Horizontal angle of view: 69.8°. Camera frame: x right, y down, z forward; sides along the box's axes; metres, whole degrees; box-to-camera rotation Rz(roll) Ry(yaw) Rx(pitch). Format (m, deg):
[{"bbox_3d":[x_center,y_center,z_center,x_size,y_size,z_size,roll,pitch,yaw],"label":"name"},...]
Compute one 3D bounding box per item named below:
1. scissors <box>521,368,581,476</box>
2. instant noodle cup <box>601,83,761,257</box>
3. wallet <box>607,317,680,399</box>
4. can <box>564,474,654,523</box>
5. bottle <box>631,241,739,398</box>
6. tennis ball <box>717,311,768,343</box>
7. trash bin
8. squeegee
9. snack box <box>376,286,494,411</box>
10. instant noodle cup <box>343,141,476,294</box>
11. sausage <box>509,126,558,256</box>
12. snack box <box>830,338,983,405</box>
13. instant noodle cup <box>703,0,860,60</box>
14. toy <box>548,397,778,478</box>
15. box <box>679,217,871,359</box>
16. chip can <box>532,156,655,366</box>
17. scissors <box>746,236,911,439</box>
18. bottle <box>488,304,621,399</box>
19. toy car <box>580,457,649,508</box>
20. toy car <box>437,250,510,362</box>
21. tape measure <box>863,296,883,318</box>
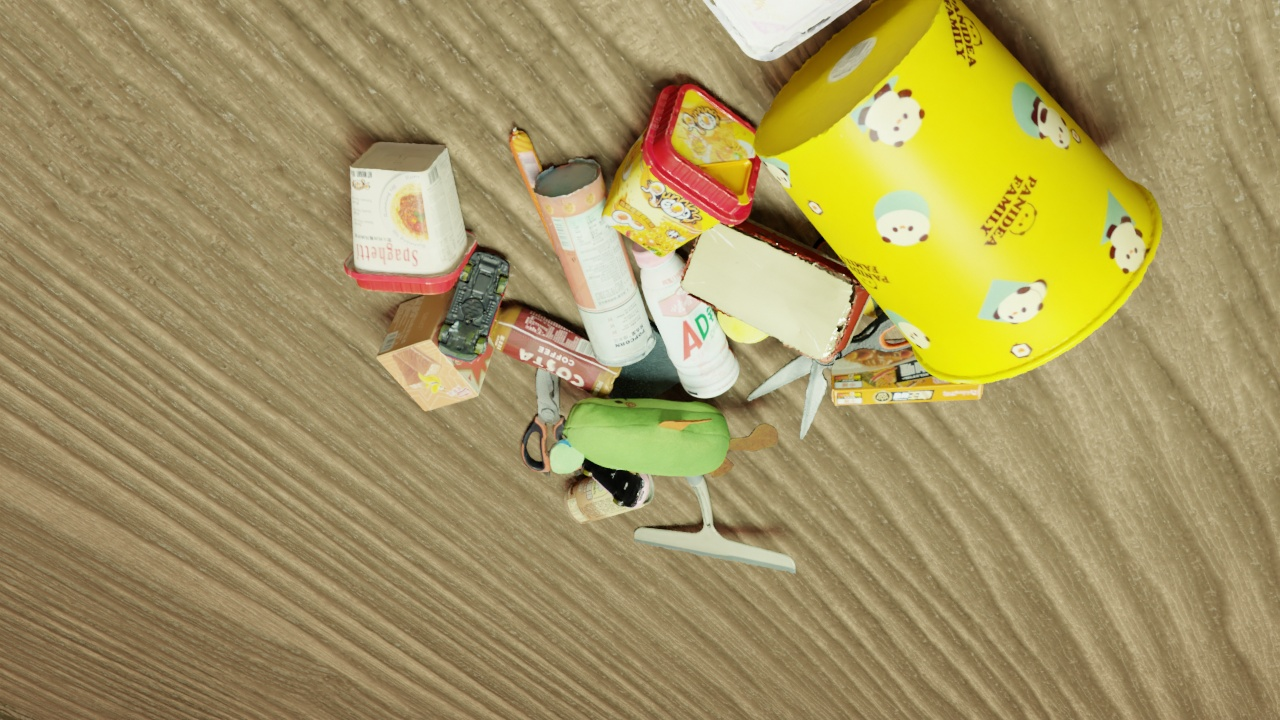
[{"bbox_3d":[-0.102,0.076,1.162,0.194,0.015,0.207,37,129,-23],"label":"scissors"},{"bbox_3d":[0.033,-0.166,0.840,0.116,0.115,0.124,30,143,-20],"label":"instant noodle cup"},{"bbox_3d":[-0.006,0.006,1.075,0.121,0.019,0.097,-32,121,32],"label":"wallet"},{"bbox_3d":[-0.042,0.176,1.210,0.117,0.058,0.058,-22,128,37],"label":"can"},{"bbox_3d":[0.045,-0.048,0.978,0.068,0.068,0.197,-12,129,20],"label":"bottle"},{"bbox_3d":[0.114,-0.051,0.964,0.065,0.065,0.066,5,135,5],"label":"tennis ball"},{"bbox_3d":[0.244,-0.147,0.749,0.255,0.229,0.230,41,128,-20],"label":"trash bin"},{"bbox_3d":[0.070,0.164,1.204,0.247,0.039,0.247,4,131,31],"label":"squeegee"},{"bbox_3d":[-0.228,-0.013,1.038,0.077,0.092,0.094,-16,129,23],"label":"snack box"},{"bbox_3d":[-0.230,-0.143,0.906,0.116,0.116,0.124,5,122,5],"label":"instant noodle cup"},{"bbox_3d":[-0.097,-0.162,0.920,0.021,0.021,0.165,-7,133,16],"label":"sausage"},{"bbox_3d":[0.283,0.011,0.989,0.154,0.075,0.026,-3,134,12],"label":"snack box"},{"bbox_3d":[0.095,-0.333,0.693,0.138,0.060,0.173,-28,123,31],"label":"instant noodle cup"},{"bbox_3d":[0.023,0.087,1.042,0.246,0.090,0.228,9,160,-24],"label":"toy"},{"bbox_3d":[0.124,-0.070,0.872,0.168,0.079,0.091,29,113,22],"label":"box"},{"bbox_3d":[-0.044,-0.095,0.936,0.071,0.071,0.215,-6,131,15],"label":"chip can"},{"bbox_3d":[0.201,-0.029,0.946,0.221,0.021,0.224,-13,102,22],"label":"scissors"},{"bbox_3d":[-0.106,-0.017,1.032,0.175,0.057,0.058,25,133,-4],"label":"bottle"},{"bbox_3d":[-0.030,0.138,1.145,0.037,0.122,0.056,11,108,-43],"label":"toy car"},{"bbox_3d":[-0.176,-0.055,0.979,0.053,0.120,0.045,20,169,-3],"label":"toy car"},{"bbox_3d":[0.251,-0.068,0.950,0.060,0.028,0.057,-14,131,22],"label":"tape measure"}]
